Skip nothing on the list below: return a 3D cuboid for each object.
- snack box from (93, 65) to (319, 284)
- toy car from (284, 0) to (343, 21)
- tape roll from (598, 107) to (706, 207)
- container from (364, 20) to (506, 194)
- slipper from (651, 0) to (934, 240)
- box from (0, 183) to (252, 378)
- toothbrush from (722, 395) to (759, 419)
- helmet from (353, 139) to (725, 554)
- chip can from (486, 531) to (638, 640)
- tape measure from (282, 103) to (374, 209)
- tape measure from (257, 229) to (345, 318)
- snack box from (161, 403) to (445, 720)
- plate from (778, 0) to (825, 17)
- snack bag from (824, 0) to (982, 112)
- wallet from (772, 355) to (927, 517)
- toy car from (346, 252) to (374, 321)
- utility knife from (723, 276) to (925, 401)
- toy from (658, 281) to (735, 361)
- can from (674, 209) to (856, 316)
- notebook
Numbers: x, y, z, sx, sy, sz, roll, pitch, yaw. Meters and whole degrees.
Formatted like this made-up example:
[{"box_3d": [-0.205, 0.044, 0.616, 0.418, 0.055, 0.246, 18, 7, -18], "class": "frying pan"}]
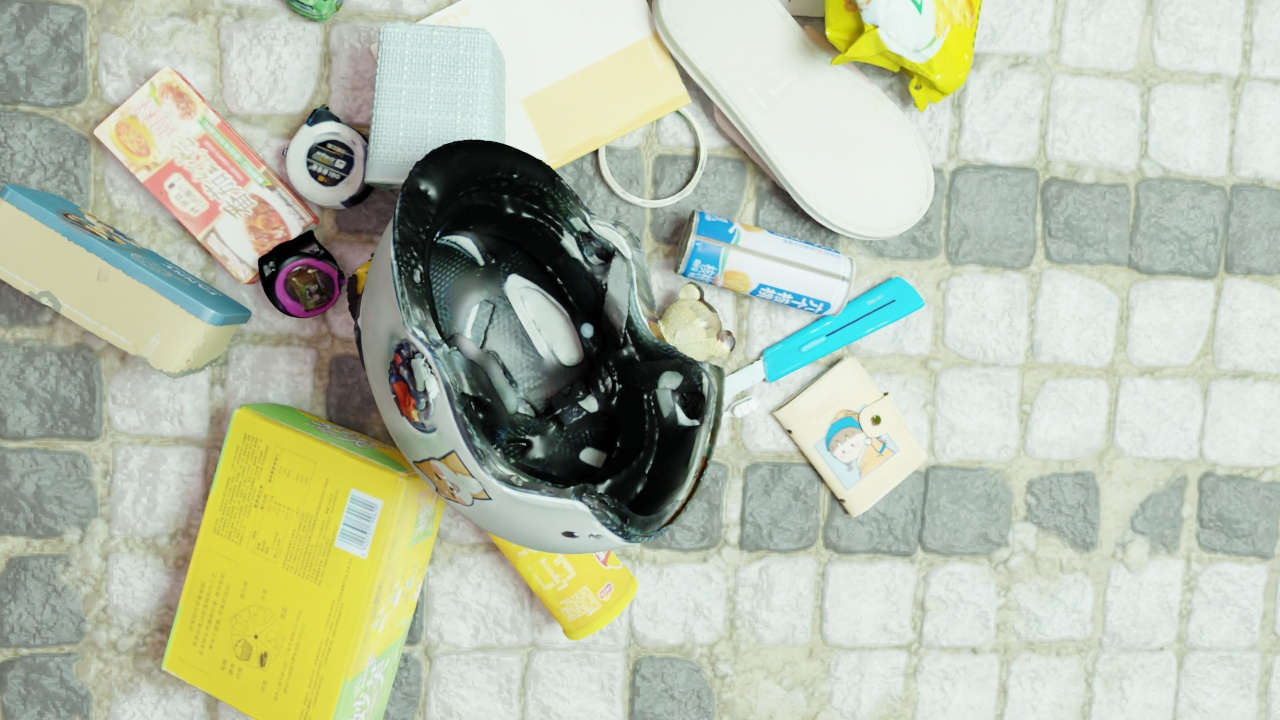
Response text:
[{"box_3d": [-0.323, -0.137, 0.689, 0.075, 0.025, 0.153, -42, 98, -1], "class": "snack box"}, {"box_3d": [-0.232, -0.299, 0.679, 0.043, 0.036, 0.091, 25, 89, -6], "class": "toy car"}, {"box_3d": [0.009, -0.164, 0.726, 0.086, 0.014, 0.086, -1, 96, -6], "class": "tape roll"}, {"box_3d": [-0.143, -0.176, 0.661, 0.090, 0.090, 0.111, 4, 94, -1], "class": "container"}, {"box_3d": [0.118, -0.200, 0.713, 0.274, 0.054, 0.114, 41, 90, -11], "class": "slipper"}, {"box_3d": [-0.373, -0.052, 0.662, 0.184, 0.090, 0.062, 31, 91, -10], "class": "box"}, {"box_3d": [0.015, 0.071, 0.748, 0.180, 0.016, 0.016, -24, 95, -3], "class": "toothbrush"}, {"box_3d": [-0.083, 0.009, 0.610, 0.157, 0.229, 0.274, -33, 99, 38], "class": "helmet"}, {"box_3d": [-0.092, 0.115, 0.714, 0.072, 0.072, 0.213, -37, 98, -2], "class": "chip can"}, {"box_3d": [-0.232, -0.148, 0.694, 0.066, 0.033, 0.066, 37, 89, -6], "class": "tape measure"}, {"box_3d": [-0.253, -0.061, 0.686, 0.057, 0.039, 0.058, -30, 135, -13], "class": "tape measure"}, {"box_3d": [-0.245, 0.154, 0.676, 0.158, 0.070, 0.210, 18, 94, 18], "class": "snack box"}, {"box_3d": [0.122, -0.353, 0.709, 0.164, 0.034, 0.163, 0, 96, -6], "class": "plate"}, {"box_3d": [0.197, -0.322, 0.673, 0.157, 0.068, 0.246, 3, 95, -47], "class": "snack bag"}, {"box_3d": [0.177, 0.061, 0.762, 0.087, 0.024, 0.115, -37, 97, 4], "class": "wallet"}, {"box_3d": [-0.146, -0.061, 0.707, 0.156, 0.041, 0.071, -15, 97, -5], "class": "toy car"}, {"box_3d": [0.131, -0.008, 0.753, 0.218, 0.018, 0.034, -28, 98, -1], "class": "utility knife"}, {"box_3d": [-0.004, 0.004, 0.722, 0.157, 0.066, 0.105, -32, 86, 6], "class": "toy"}, {"box_3d": [0.098, -0.075, 0.724, 0.134, 0.053, 0.053, 15, 94, -7], "class": "can"}, {"box_3d": [-0.084, -0.219, 0.703, 0.206, 0.010, 0.146, -25, 97, 3], "class": "notebook"}]
